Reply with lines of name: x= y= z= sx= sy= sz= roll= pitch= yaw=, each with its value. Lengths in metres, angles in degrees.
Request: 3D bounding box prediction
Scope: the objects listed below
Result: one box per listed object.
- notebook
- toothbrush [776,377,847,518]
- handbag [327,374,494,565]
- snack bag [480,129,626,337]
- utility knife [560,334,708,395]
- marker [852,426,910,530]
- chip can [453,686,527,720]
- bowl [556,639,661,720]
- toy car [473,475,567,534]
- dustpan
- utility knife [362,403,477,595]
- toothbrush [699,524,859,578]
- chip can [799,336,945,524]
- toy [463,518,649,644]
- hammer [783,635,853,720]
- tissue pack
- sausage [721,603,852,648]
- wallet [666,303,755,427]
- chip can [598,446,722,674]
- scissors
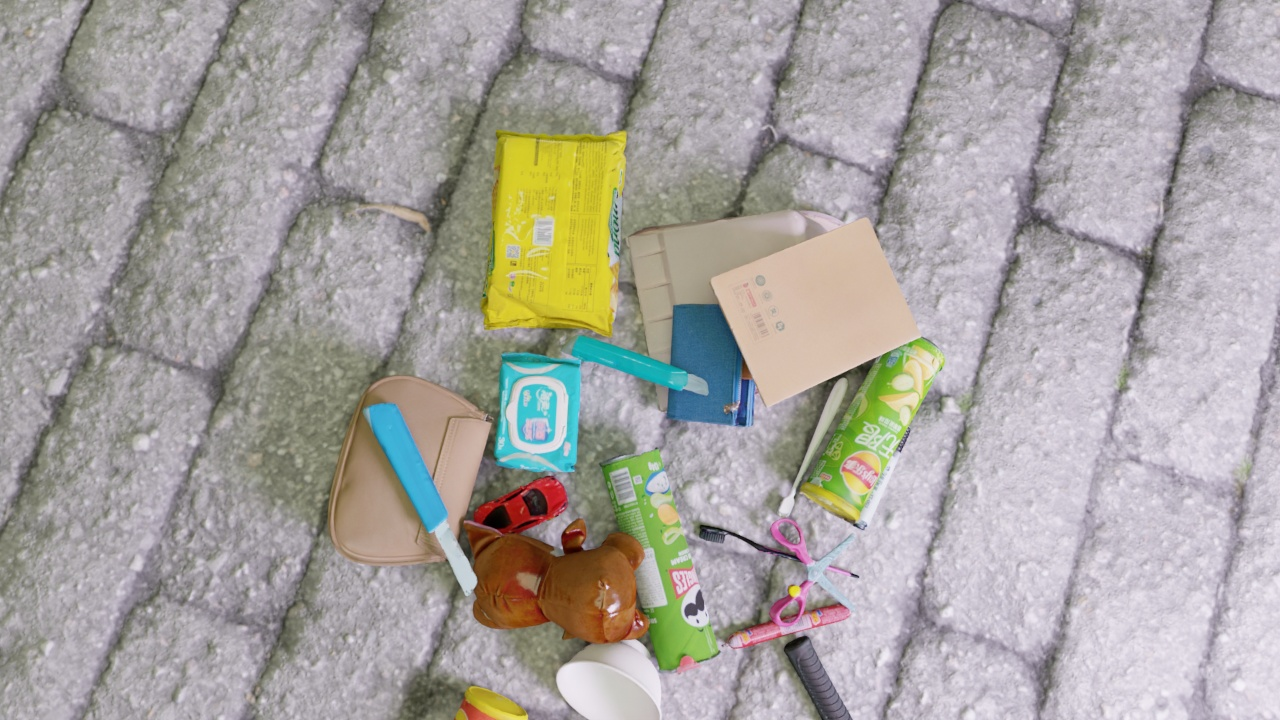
notebook: x=0.190 y=-0.055 z=0.981 sx=0.207 sy=0.008 sz=0.148 roll=-23 pitch=87 yaw=-19
toothbrush: x=0.198 y=0.100 z=1.055 sx=0.016 sy=0.016 sz=0.180 roll=27 pitch=79 yaw=0
handbag: x=-0.252 y=0.123 z=0.997 sx=0.147 sy=0.100 sz=0.204 roll=16 pitch=81 yaw=-7
snack bag: x=-0.101 y=-0.151 z=1.057 sx=0.158 sy=0.068 sz=0.246 roll=3 pitch=82 yaw=-1
utility knife: x=-0.006 y=0.006 z=1.013 sx=0.176 sy=0.013 sz=0.029 roll=19 pitch=87 yaw=16
marker: x=0.275 y=0.133 z=1.050 sx=0.023 sy=0.018 sz=0.130 roll=23 pitch=80 yaw=27
chip can: x=-0.198 y=0.455 z=0.957 sx=0.073 sy=0.073 sz=0.216 roll=27 pitch=82 yaw=2
bowl: x=-0.023 y=0.334 z=0.977 sx=0.118 sy=0.119 sz=0.064 roll=29 pitch=44 yaw=3
toy car: x=-0.133 y=0.166 z=1.025 sx=0.106 sy=0.031 sz=0.049 roll=-24 pitch=84 yaw=-7
dustpan: x=0.143 y=-0.064 z=1.081 sx=0.274 sy=0.138 sz=0.222 roll=-11 pitch=83 yaw=25
utility knife: x=-0.221 y=0.139 z=0.936 sx=0.034 sy=0.018 sz=0.218 roll=-26 pitch=83 yaw=-18
toothbrush: x=0.156 y=0.219 z=1.034 sx=0.189 sy=0.014 sz=0.018 roll=17 pitch=91 yaw=0
chip can: x=0.263 y=0.071 z=1.031 sx=0.072 sy=0.072 sz=0.221 roll=31 pitch=82 yaw=3
toy: x=-0.092 y=0.230 z=0.963 sx=0.200 sy=0.130 sz=0.140 roll=0 pitch=96 yaw=16
hammer: x=0.241 y=0.441 z=0.992 sx=0.128 sy=0.033 sz=0.300 roll=-27 pitch=83 yaw=-7
tissue pack: x=-0.115 y=0.058 z=1.032 sx=0.093 sy=0.050 sz=0.133 roll=2 pitch=81 yaw=-1
sausage: x=0.164 y=0.295 z=1.019 sx=0.156 sy=0.020 sz=0.020 roll=-14 pitch=82 yaw=-4
wallet: x=0.079 y=0.004 z=1.010 sx=0.106 sy=0.040 sz=0.133 roll=3 pitch=91 yaw=34
chip can: x=0.020 y=0.215 z=1.000 sx=0.072 sy=0.072 sz=0.236 roll=-16 pitch=82 yaw=-5
scissors: x=0.187 y=0.234 z=1.017 sx=0.133 sy=0.017 sz=0.134 roll=-41 pitch=83 yaw=-7
